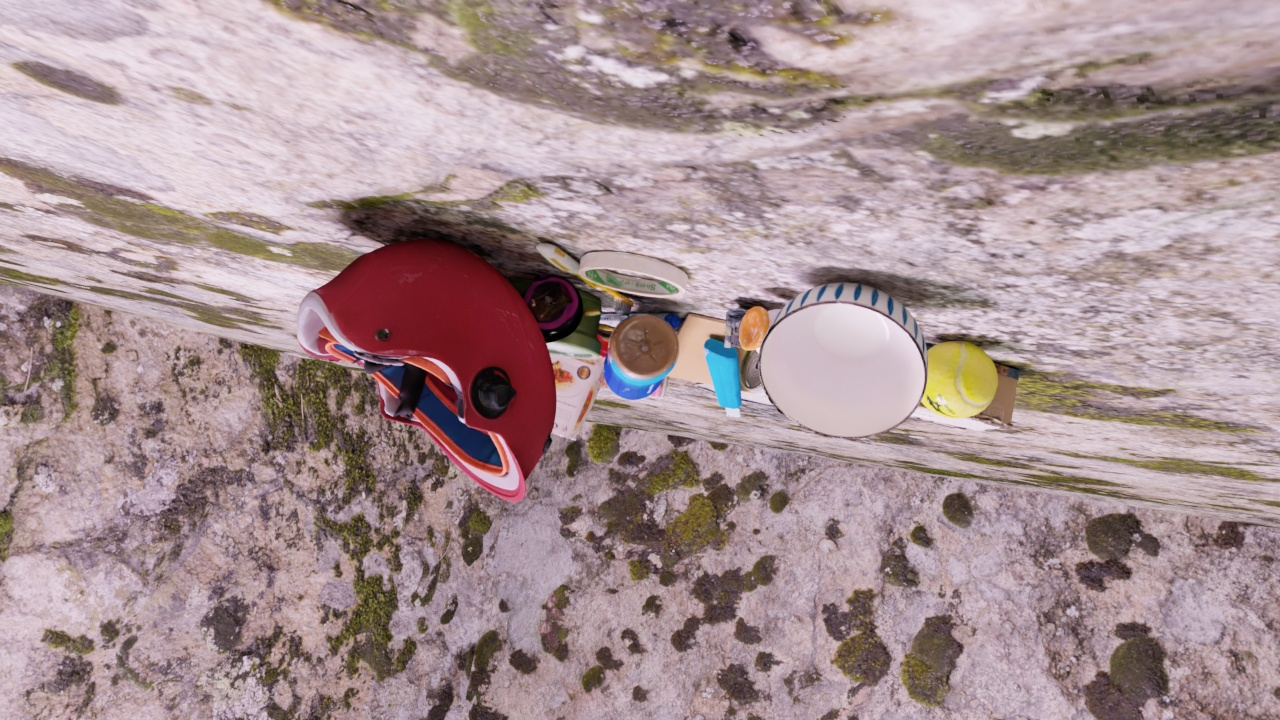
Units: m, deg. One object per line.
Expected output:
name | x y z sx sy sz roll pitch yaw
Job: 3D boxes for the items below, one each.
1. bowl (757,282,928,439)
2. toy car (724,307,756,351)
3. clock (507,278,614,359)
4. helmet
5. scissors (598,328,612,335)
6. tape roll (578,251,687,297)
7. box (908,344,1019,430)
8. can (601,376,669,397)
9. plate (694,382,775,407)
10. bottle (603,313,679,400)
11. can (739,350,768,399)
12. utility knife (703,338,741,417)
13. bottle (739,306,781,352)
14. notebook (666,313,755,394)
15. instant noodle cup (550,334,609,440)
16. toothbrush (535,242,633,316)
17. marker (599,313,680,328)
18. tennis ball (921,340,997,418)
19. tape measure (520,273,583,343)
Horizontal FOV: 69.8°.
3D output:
bowl | 0.148 -0.008 0.661 0.116 0.117 0.066 9 -144 16
toy car | 0.098 -0.027 0.805 0.049 0.031 0.105 11 172 7
clock | -0.108 -0.043 0.898 0.161 0.056 0.116 10 172 9
helmet | -0.154 -0.006 0.772 0.240 0.143 0.207 45 157 -21
scissors | -0.018 -0.026 1.075 0.163 0.012 0.161 13 172 -5
tape roll | -0.006 -0.067 0.722 0.086 0.014 0.086 11 173 1
box | 0.252 0.020 0.846 0.184 0.061 0.090 15 171 -20
can | -0.037 0.007 1.175 0.147 0.058 0.058 11 173 -2
plate | 0.170 0.029 1.131 0.162 0.034 0.266 13 173 -14
bottle | -0.006 0.005 0.929 0.065 0.065 0.219 11 169 -3
can | 0.171 0.026 0.894 0.146 0.058 0.058 22 169 -26
utility knife | 0.091 0.027 0.973 0.034 0.018 0.188 14 158 16
bottle | 0.132 -0.014 0.733 0.108 0.063 0.063 14 172 -27
notebook | 0.132 0.005 0.946 0.207 0.008 0.148 12 156 -7
instant noodle cup | -0.095 0.024 1.081 0.116 0.124 0.116 18 175 4
toothbrush | -0.043 -0.065 0.772 0.016 0.018 0.191 6 172 21
marker | -0.014 -0.040 0.936 0.017 0.017 0.146 17 171 -41
tennis ball | 0.262 0.016 0.762 0.065 0.065 0.065 11 173 1
tape measure | -0.080 -0.047 0.817 0.057 0.058 0.039 53 172 6
